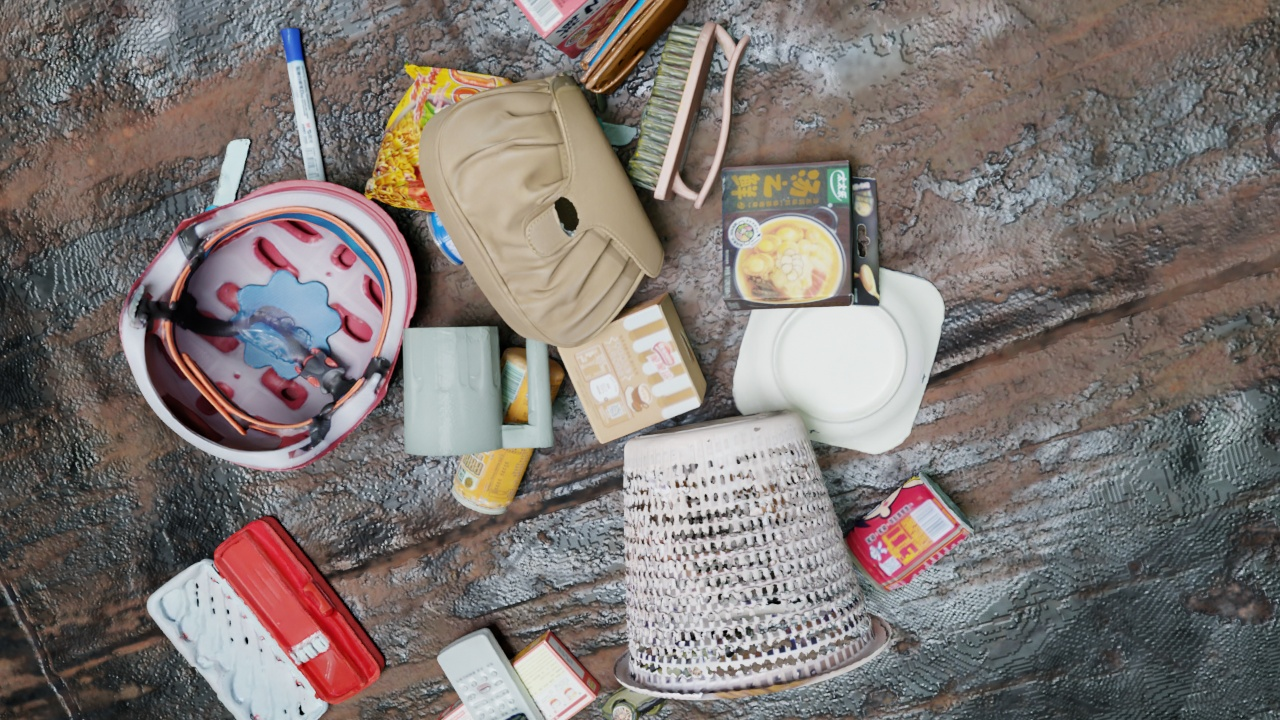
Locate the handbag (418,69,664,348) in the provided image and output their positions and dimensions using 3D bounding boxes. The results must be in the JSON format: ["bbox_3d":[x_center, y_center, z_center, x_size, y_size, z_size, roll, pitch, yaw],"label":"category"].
[{"bbox_3d":[-0.070,-0.115,0.703,0.147,0.100,0.204,-38,114,-18],"label":"handbag"}]

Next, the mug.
[{"bbox_3d":[-0.136,0.023,0.764,0.124,0.083,0.103,-2,92,-3],"label":"mug"}]

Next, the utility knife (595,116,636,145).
[{"bbox_3d":[-0.091,-0.207,0.791,0.178,0.013,0.029,9,99,6],"label":"utility knife"}]

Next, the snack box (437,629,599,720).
[{"bbox_3d":[-0.123,0.341,0.903,0.156,0.027,0.077,-40,94,13],"label":"snack box"}]

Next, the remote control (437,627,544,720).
[{"bbox_3d":[-0.134,0.330,0.876,0.058,0.021,0.150,-29,94,12],"label":"remote control"}]

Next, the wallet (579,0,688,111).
[{"bbox_3d":[-0.010,-0.250,0.711,0.035,0.130,0.119,38,105,-5],"label":"wallet"}]

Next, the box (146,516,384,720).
[{"bbox_3d":[-0.369,0.272,0.912,0.161,0.050,0.201,-35,96,5],"label":"box"}]

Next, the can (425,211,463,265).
[{"bbox_3d":[-0.114,-0.136,0.788,0.135,0.053,0.053,-28,97,12],"label":"can"}]

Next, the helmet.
[{"bbox_3d":[-0.309,-0.032,0.791,0.207,0.144,0.239,41,74,-15],"label":"helmet"}]

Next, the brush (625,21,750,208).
[{"bbox_3d":[0.041,-0.202,0.750,0.073,0.063,0.146,18,102,8],"label":"brush"}]

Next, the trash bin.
[{"bbox_3d":[0.074,0.147,0.755,0.228,0.227,0.192,-10,87,10],"label":"trash bin"}]

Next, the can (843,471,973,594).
[{"bbox_3d":[0.230,0.150,0.795,0.094,0.066,0.066,-44,93,13],"label":"can"}]

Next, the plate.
[{"bbox_3d":[0.169,-0.005,0.788,0.164,0.034,0.164,14,103,6],"label":"plate"}]

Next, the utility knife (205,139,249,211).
[{"bbox_3d":[-0.395,-0.107,0.851,0.034,0.018,0.208,19,104,-9],"label":"utility knife"}]

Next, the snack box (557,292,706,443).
[{"bbox_3d":[-0.005,0.005,0.791,0.094,0.077,0.093,-22,98,12],"label":"snack box"}]

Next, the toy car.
[{"bbox_3d":[0.030,0.291,0.850,0.158,0.070,0.042,-36,70,14],"label":"toy car"}]

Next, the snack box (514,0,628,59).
[{"bbox_3d":[-0.029,-0.299,0.712,0.127,0.113,0.044,-38,93,13],"label":"snack box"}]

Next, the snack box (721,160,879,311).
[{"bbox_3d":[0.131,-0.101,0.750,0.126,0.053,0.113,-2,81,13],"label":"snack box"}]

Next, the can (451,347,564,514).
[{"bbox_3d":[-0.120,0.063,0.828,0.058,0.058,0.146,24,104,2],"label":"can"}]

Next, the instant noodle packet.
[{"bbox_3d":[-0.160,-0.184,0.759,0.111,0.044,0.128,12,75,6],"label":"instant noodle packet"}]

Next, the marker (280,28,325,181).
[{"bbox_3d":[-0.298,-0.218,0.815,0.017,0.017,0.146,-5,101,9],"label":"marker"}]
